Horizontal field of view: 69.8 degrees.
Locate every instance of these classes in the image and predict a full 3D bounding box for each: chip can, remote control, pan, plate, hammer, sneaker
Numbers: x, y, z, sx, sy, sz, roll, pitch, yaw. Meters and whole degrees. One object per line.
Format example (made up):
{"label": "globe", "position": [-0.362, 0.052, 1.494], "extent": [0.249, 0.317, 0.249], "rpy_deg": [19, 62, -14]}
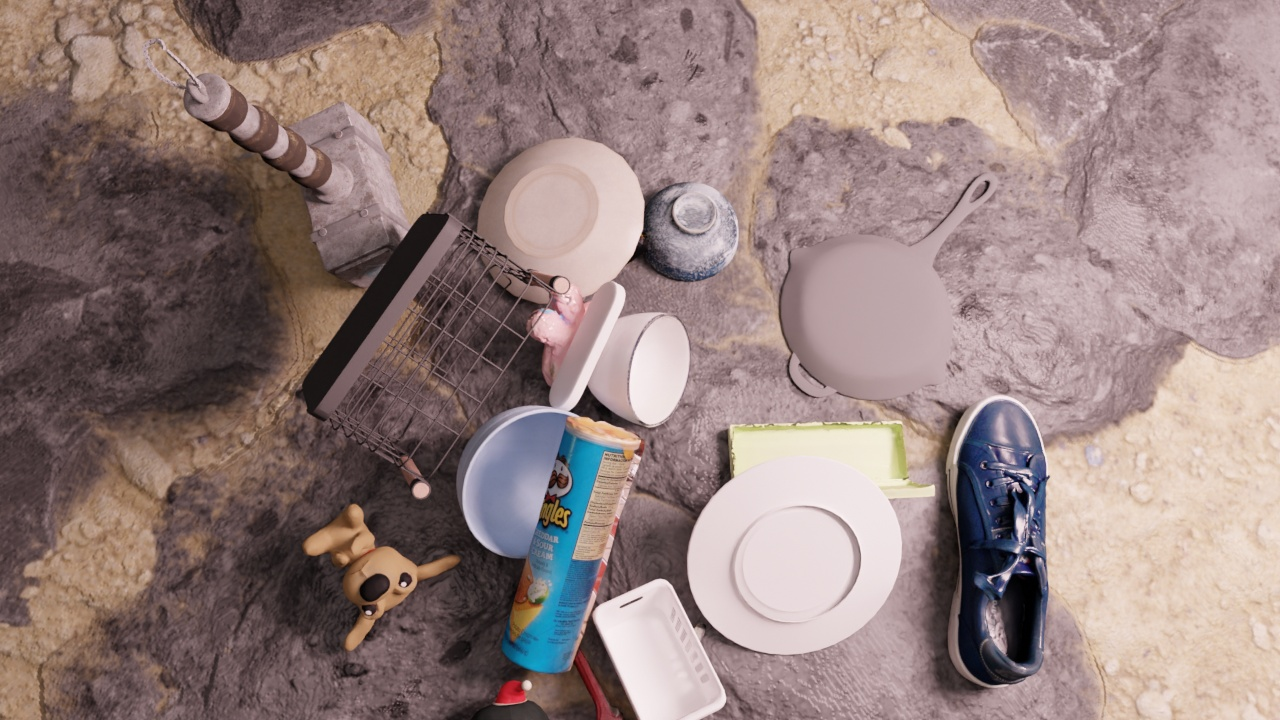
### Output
{"label": "chip can", "position": [-0.063, 0.169, 0.849], "extent": [0.080, 0.079, 0.229], "rpy_deg": [17, 97, 1]}
{"label": "remote control", "position": [-0.052, -0.014, 0.896], "extent": [0.013, 0.043, 0.136], "rpy_deg": [27, 86, -34]}
{"label": "pan", "position": [0.293, -0.096, 1.019], "extent": [0.216, 0.024, 0.354], "rpy_deg": [42, 75, 8]}
{"label": "plate", "position": [0.149, 0.191, 0.875], "extent": [0.208, 0.015, 0.209], "rpy_deg": [-1, 105, -4]}
{"label": "hammer", "position": [-0.324, -0.190, 0.846], "extent": [0.079, 0.326, 0.177], "rpy_deg": [-23, 76, 7]}
{"label": "sneaker", "position": [0.360, 0.166, 0.898], "extent": [0.120, 0.127, 0.294], "rpy_deg": [9, 71, -3]}
{"label": "plate", "position": [-0.090, -0.154, 0.974], "extent": [0.189, 0.027, 0.188], "rpy_deg": [-3, 76, 14]}

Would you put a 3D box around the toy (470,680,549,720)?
{"label": "toy", "position": [-0.118, 0.354, 0.824], "extent": [0.099, 0.098, 0.119], "rpy_deg": [-10, 66, -7]}

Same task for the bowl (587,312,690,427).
{"label": "bowl", "position": [-0.005, 0.005, 0.926], "extent": [0.066, 0.116, 0.116], "rpy_deg": [11, 70, 33]}

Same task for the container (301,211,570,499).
{"label": "container", "position": [-0.196, -0.015, 0.858], "extent": [0.130, 0.163, 0.241], "rpy_deg": [36, 84, -24]}

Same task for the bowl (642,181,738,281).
{"label": "bowl", "position": [0.056, -0.150, 0.998], "extent": [0.114, 0.061, 0.114], "rpy_deg": [1, 73, -5]}

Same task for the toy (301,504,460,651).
{"label": "toy", "position": [-0.256, 0.192, 0.861], "extent": [0.134, 0.106, 0.108], "rpy_deg": [-39, 91, -10]}

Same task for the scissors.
{"label": "scissors", "position": [0.004, 0.319, 0.867], "extent": [0.179, 0.015, 0.198], "rpy_deg": [-30, 65, -20]}

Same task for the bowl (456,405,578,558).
{"label": "bowl", "position": [-0.115, 0.108, 0.888], "extent": [0.150, 0.075, 0.151], "rpy_deg": [-10, 109, -30]}

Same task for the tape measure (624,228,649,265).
{"label": "tape measure", "position": [-0.029, -0.134, 0.989], "extent": [0.067, 0.038, 0.062], "rpy_deg": [-30, 65, 16]}

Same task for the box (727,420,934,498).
{"label": "box", "position": [0.187, 0.113, 0.933], "extent": [0.188, 0.064, 0.130], "rpy_deg": [-2, 32, -7]}

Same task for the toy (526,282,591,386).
{"label": "toy", "position": [-0.071, -0.028, 0.938], "extent": [0.053, 0.105, 0.108], "rpy_deg": [22, 66, 42]}

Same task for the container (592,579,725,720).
{"label": "container", "position": [0.015, 0.279, 0.852], "extent": [0.080, 0.050, 0.129], "rpy_deg": [-21, 62, -16]}
